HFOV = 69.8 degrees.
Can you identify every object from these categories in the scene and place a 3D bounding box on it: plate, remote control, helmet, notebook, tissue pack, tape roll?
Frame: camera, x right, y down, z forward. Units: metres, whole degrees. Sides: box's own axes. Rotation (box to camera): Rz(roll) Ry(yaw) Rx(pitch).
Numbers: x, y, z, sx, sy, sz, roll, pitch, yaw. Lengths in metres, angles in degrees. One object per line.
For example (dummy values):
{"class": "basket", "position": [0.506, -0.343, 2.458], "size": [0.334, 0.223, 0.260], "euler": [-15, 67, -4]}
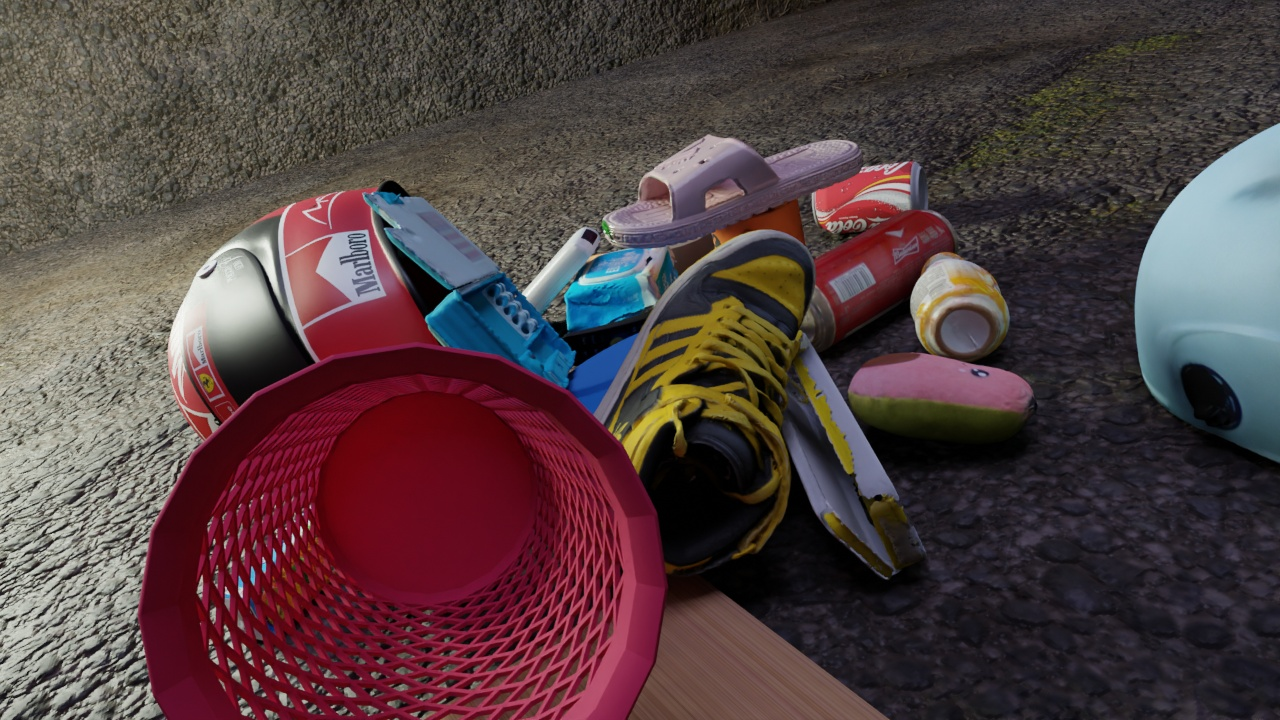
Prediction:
{"class": "plate", "position": [-0.004, 0.004, 0.679], "size": [0.224, 0.024, 0.224], "euler": [-25, 12, 5]}
{"class": "remote control", "position": [-0.090, -0.071, 0.880], "size": [0.139, 0.025, 0.060], "euler": [-45, 11, 23]}
{"class": "helmet", "position": [0.390, -0.054, 0.486], "size": [0.225, 0.167, 0.266], "euler": [-31, 18, -11]}
{"class": "notebook", "position": [0.009, 0.176, 0.383], "size": [0.168, 0.022, 0.211], "euler": [-26, 26, -24]}
{"class": "remote control", "position": [0.008, -0.029, 0.793], "size": [0.152, 0.041, 0.020], "euler": [-16, 49, -1]}
{"class": "tissue pack", "position": [-0.015, -0.066, 0.863], "size": [0.093, 0.062, 0.144], "euler": [-11, 24, 12]}
{"class": "helmet", "position": [-0.243, -0.011, 0.707], "size": [0.225, 0.198, 0.270], "euler": [-30, 34, 4]}
{"class": "tape roll", "position": [0.036, -0.122, 0.991], "size": [0.094, 0.030, 0.093], "euler": [-13, 24, 6]}

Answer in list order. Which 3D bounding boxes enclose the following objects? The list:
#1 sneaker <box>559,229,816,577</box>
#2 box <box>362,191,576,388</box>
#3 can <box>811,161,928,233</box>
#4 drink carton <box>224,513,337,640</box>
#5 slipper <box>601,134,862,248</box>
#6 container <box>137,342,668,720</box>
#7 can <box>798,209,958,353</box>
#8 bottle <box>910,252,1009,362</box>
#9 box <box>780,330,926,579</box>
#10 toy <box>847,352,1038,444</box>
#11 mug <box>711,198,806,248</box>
{"class": "sneaker", "position": [0.047, 0.015, 0.512], "size": [0.238, 0.086, 0.122], "euler": [-57, 19, -14]}
{"class": "box", "position": [-0.117, -0.048, 0.636], "size": [0.039, 0.182, 0.226], "euler": [-43, 7, 4]}
{"class": "can", "position": [0.231, -0.163, 0.923], "size": [0.105, 0.064, 0.064], "euler": [-2, 28, 28]}
{"class": "drink carton", "position": [-0.212, 0.124, 0.598], "size": [0.039, 0.044, 0.128], "euler": [0, 30, 30]}
{"class": "slipper", "position": [0.074, -0.158, 0.770], "size": [0.239, 0.064, 0.094], "euler": [-20, 25, -14]}
{"class": "container", "position": [-0.104, 0.083, 0.439], "size": [0.183, 0.183, 0.226], "euler": [-20, 6, -10]}
{"class": "can", "position": [0.183, -0.068, 0.745], "size": [0.169, 0.067, 0.067], "euler": [-29, 28, -27]}
{"class": "bottle", "position": [0.230, -0.044, 0.673], "size": [0.063, 0.063, 0.108], "euler": [-8, 26, 15]}
{"class": "box", "position": [0.110, 0.049, 0.545], "size": [0.045, 0.066, 0.209], "euler": [-31, 22, 10]}
{"class": "toy", "position": [0.185, 0.023, 0.564], "size": [0.110, 0.051, 0.090], "euler": [10, 8, 23]}
{"class": "mug", "position": [0.103, -0.085, 0.793], "size": [0.078, 0.096, 0.112], "euler": [-7, 26, 18]}
